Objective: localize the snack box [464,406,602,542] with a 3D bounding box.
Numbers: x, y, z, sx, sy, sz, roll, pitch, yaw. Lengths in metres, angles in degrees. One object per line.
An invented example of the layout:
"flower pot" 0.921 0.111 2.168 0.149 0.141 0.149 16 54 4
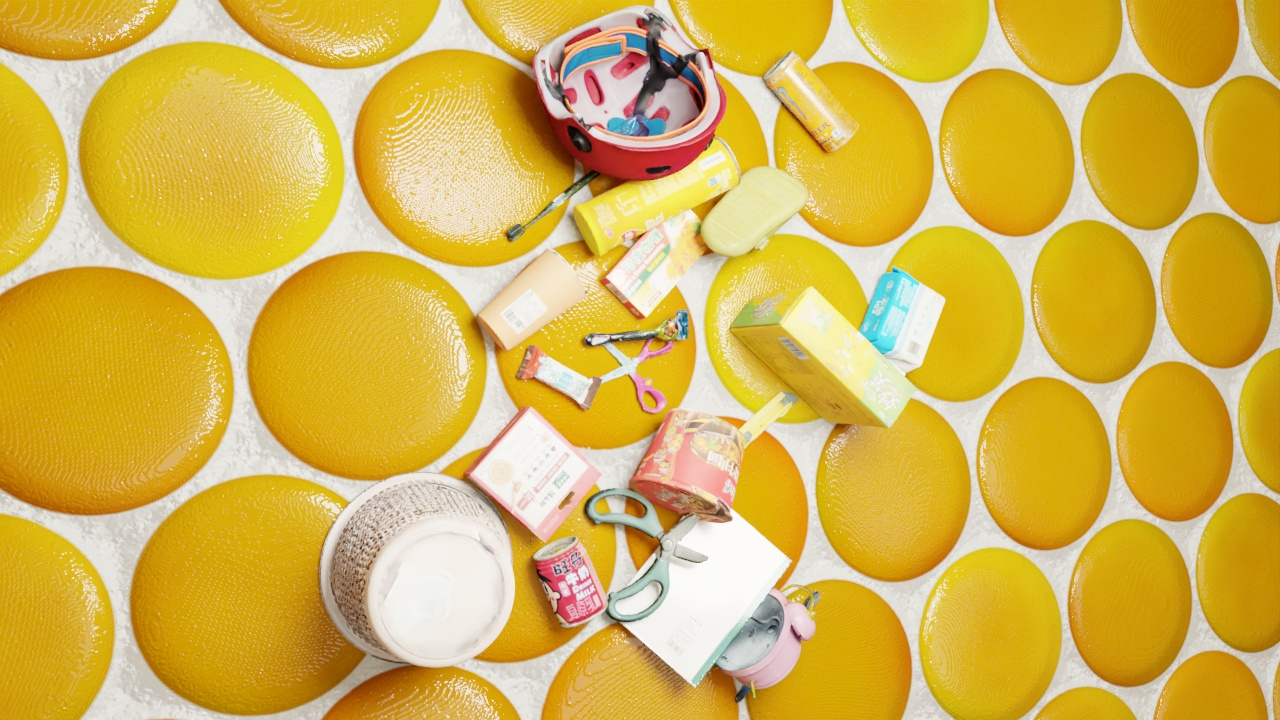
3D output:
"snack box" -0.132 0.140 1.135 0.127 0.044 0.113 45 73 -12

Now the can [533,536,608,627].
"can" -0.087 0.272 1.132 0.066 0.067 0.094 -24 96 -20

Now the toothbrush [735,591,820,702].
"toothbrush" 0.190 0.392 1.259 0.014 0.016 0.189 43 74 -5

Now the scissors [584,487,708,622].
"scissors" -0.010 0.235 1.168 0.179 0.019 0.170 44 89 5

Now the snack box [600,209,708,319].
"snack box" 0.025 -0.136 1.219 0.077 0.027 0.155 44 73 -12

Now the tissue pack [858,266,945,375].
"tissue pack" 0.373 -0.057 1.328 0.090 0.063 0.140 27 79 -19

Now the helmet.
"helmet" -0.009 -0.304 1.135 0.206 0.144 0.240 -34 68 -18

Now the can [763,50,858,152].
"can" 0.242 -0.365 1.298 0.146 0.058 0.058 44 73 -13

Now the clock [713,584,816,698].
"clock" 0.165 0.354 1.200 0.158 0.117 0.060 -48 114 -14

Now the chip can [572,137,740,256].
"chip can" 0.021 -0.212 1.180 0.213 0.072 0.072 -29 97 -10

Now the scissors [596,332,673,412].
"scissors" -0.006 0.006 1.207 0.133 0.017 0.135 45 76 -9

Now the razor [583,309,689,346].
"razor" -0.003 -0.035 1.190 0.142 0.022 0.043 -9 117 -12

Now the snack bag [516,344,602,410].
"snack bag" -0.102 0.022 1.162 0.104 0.026 0.048 26 85 -18

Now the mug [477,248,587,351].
"mug" -0.136 -0.071 1.131 0.122 0.078 0.078 -41 101 -14

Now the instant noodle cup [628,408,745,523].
"instant noodle cup" 0.065 0.131 1.170 0.138 0.138 0.108 28 69 -17

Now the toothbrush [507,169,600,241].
"toothbrush" -0.100 -0.212 1.182 0.185 0.017 0.012 -41 64 -18

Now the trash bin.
"trash bin" -0.233 0.241 1.013 0.227 0.192 0.227 1 86 -21

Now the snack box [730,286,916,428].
"snack box" 0.240 -0.002 1.223 0.210 0.158 0.070 41 77 -14

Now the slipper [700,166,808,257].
"slipper" 0.147 -0.192 1.245 0.091 0.082 0.190 40 57 12

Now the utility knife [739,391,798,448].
"utility knife" 0.139 0.111 1.259 0.213 0.022 0.031 -41 95 -13

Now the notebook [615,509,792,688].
"notebook" 0.079 0.293 1.196 0.150 0.012 0.208 40 73 7
